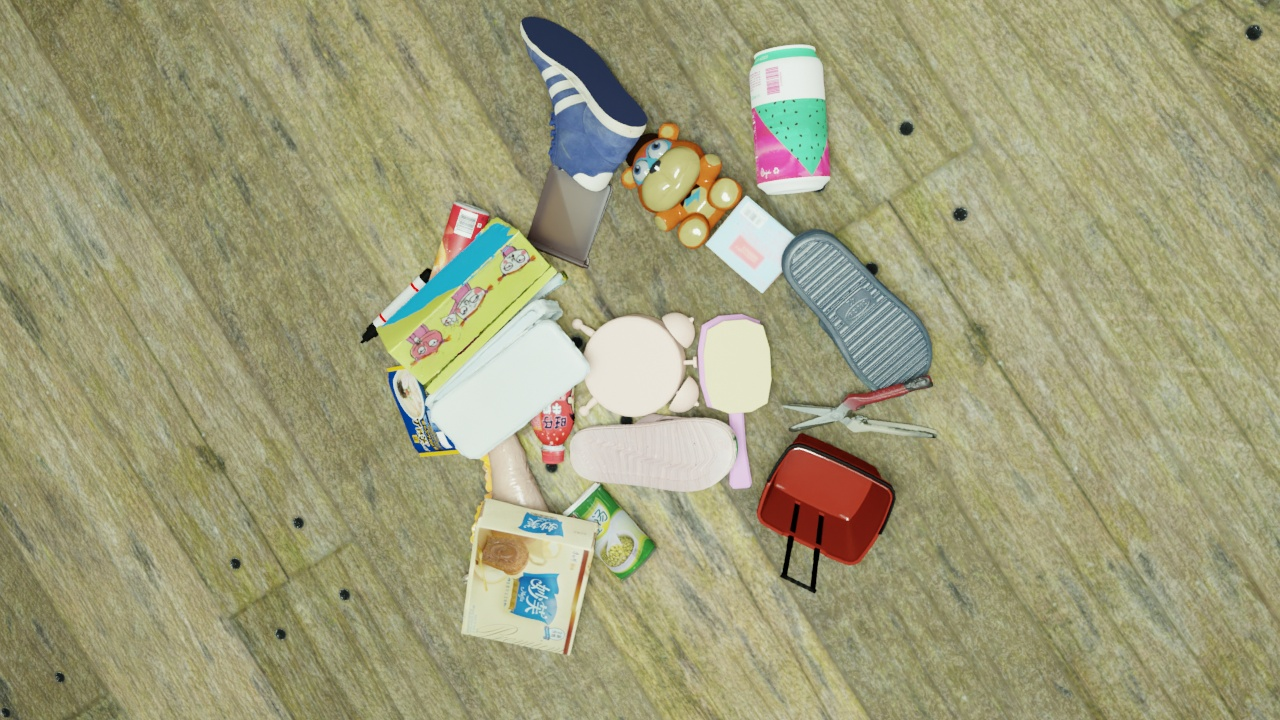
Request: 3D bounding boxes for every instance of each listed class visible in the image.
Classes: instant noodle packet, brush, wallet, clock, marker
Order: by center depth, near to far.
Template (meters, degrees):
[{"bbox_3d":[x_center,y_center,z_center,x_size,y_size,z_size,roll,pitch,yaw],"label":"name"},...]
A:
[{"bbox_3d":[0.125,0.056,1.179,0.089,0.043,0.229,-4,96,-2],"label":"brush"},{"bbox_3d":[-0.007,0.007,1.189,0.160,0.086,0.131,-3,96,4],"label":"clock"},{"bbox_3d":[-0.093,-0.190,1.211,0.091,0.018,0.116,22,103,6],"label":"wallet"},{"bbox_3d":[-0.158,-0.073,1.234,0.147,0.017,0.017,-35,90,12],"label":"marker"},{"bbox_3d":[-0.295,0.068,1.254,0.087,0.026,0.134,-8,105,37],"label":"instant noodle packet"},{"bbox_3d":[-0.337,-0.072,1.264,0.146,0.019,0.019,-42,89,12],"label":"marker"}]

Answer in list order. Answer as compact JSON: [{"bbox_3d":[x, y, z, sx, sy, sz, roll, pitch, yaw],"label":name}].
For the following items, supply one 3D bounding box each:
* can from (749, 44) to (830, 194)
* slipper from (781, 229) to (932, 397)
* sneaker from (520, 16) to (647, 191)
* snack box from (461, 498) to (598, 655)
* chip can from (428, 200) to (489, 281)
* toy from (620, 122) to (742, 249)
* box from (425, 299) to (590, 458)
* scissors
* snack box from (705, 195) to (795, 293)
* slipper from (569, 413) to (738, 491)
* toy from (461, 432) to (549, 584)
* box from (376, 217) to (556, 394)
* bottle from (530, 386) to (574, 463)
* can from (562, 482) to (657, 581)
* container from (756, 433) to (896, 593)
[{"bbox_3d":[0.181,-0.289,1.112,0.088,0.088,0.166,-4,96,10],"label":"can"},{"bbox_3d":[0.262,-0.066,1.122,0.101,0.082,0.263,-39,114,13],"label":"slipper"},{"bbox_3d":[-0.089,-0.318,1.167,0.233,0.091,0.119,49,134,22],"label":"sneaker"},{"bbox_3d":[-0.148,0.289,1.208,0.153,0.055,0.208,12,123,-1],"label":"snack box"},{"bbox_3d":[-0.259,-0.104,1.230,0.052,0.051,0.215,21,100,7],"label":"chip can"},{"bbox_3d":[0.046,-0.220,1.141,0.112,0.096,0.176,-51,52,14],"label":"toy"},{"bbox_3d":[-0.171,0.016,1.176,0.211,0.105,0.130,-35,98,11],"label":"box"},{"bbox_3d":[0.289,0.067,1.154,0.179,0.015,0.197,30,134,-19],"label":"scissors"},{"bbox_3d":[0.142,-0.142,1.134,0.093,0.094,0.079,41,101,2],"label":"snack box"},{"bbox_3d":[0.021,0.119,1.205,0.240,0.064,0.094,-4,99,28],"label":"slipper"},{"bbox_3d":[-0.207,0.161,1.250,0.196,0.065,0.264,-24,89,13],"label":"toy"},{"bbox_3d":[-0.220,-0.074,1.158,0.221,0.124,0.083,-43,119,-7],"label":"box"},{"bbox_3d":[-0.117,0.068,1.222,0.062,0.062,0.137,1,98,10],"label":"bottle"},{"bbox_3d":[-0.041,0.228,1.225,0.067,0.067,0.121,-43,88,12],"label":"can"},{"bbox_3d":[0.219,0.175,1.102,0.148,0.200,0.127,25,106,6],"label":"container"}]
